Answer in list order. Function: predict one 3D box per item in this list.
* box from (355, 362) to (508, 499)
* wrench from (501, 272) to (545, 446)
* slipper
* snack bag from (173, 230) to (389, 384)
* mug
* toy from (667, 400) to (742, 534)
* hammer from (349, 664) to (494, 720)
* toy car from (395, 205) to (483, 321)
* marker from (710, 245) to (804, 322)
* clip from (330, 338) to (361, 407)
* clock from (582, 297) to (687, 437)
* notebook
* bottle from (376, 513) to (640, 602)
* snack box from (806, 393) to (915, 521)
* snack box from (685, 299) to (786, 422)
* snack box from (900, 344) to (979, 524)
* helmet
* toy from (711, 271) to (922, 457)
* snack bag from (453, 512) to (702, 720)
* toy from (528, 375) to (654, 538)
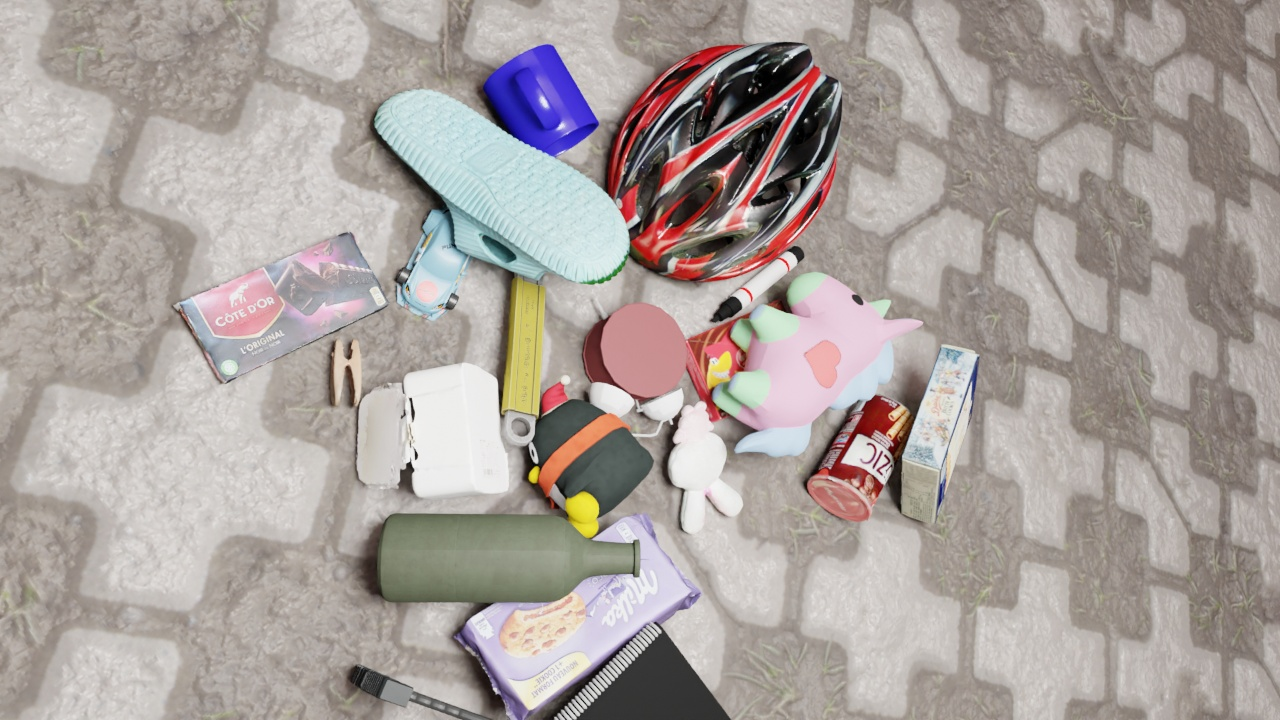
[{"bbox_3d":[-0.188,0.067,0.767,0.130,0.103,0.110,-11,80,9],"label":"box"},{"bbox_3d":[-0.107,-0.053,0.838,0.083,0.018,0.272,12,64,-23],"label":"wrench"},{"bbox_3d":[-0.126,-0.149,0.822,0.276,0.070,0.115,37,54,13],"label":"slipper"},{"bbox_3d":[-0.294,-0.046,0.767,0.154,0.018,0.074,-31,94,-27],"label":"snack bag"},{"bbox_3d":[-0.094,-0.241,0.859,0.079,0.111,0.083,-31,94,3],"label":"mug"},{"bbox_3d":[0.057,0.102,0.897,0.075,0.037,0.125,-21,103,-34],"label":"toy"},{"bbox_3d":[-0.091,0.318,0.770,0.324,0.095,0.015,32,66,-27],"label":"hammer"},{"bbox_3d":[-0.178,-0.091,0.828,0.060,0.028,0.107,28,67,-19],"label":"toy car"},{"bbox_3d":[0.125,-0.080,0.985,0.145,0.019,0.019,-38,97,-28],"label":"marker"},{"bbox_3d":[-0.247,0.011,0.775,0.047,0.025,0.062,-30,86,-33],"label":"clip"},{"bbox_3d":[-0.006,0.005,0.883,0.096,0.048,0.137,4,77,-26],"label":"clock"},{"bbox_3d":[-0.027,0.336,0.766,0.206,0.016,0.149,-41,121,-16],"label":"notebook"},{"bbox_3d":[-0.104,0.161,0.747,0.207,0.071,0.071,1,77,-4],"label":"bottle"},{"bbox_3d":[0.236,0.101,0.972,0.072,0.072,0.121,44,63,-12],"label":"snack box"},{"bbox_3d":[0.111,-0.001,0.959,0.132,0.021,0.089,-24,91,-29],"label":"snack box"},{"bbox_3d":[0.321,0.082,0.987,0.043,0.144,0.144,15,63,24],"label":"snack box"},{"bbox_3d":[0.089,-0.203,0.929,0.217,0.167,0.271,43,76,-9],"label":"helmet"},{"bbox_3d":[0.171,0.010,0.918,0.171,0.120,0.221,24,69,-12],"label":"toy"},{"bbox_3d":[-0.049,0.219,0.794,0.205,0.059,0.096,-28,62,-29],"label":"snack bag"},{"bbox_3d":[-0.054,0.083,0.820,0.099,0.098,0.119,-38,74,-17],"label":"toy"}]
